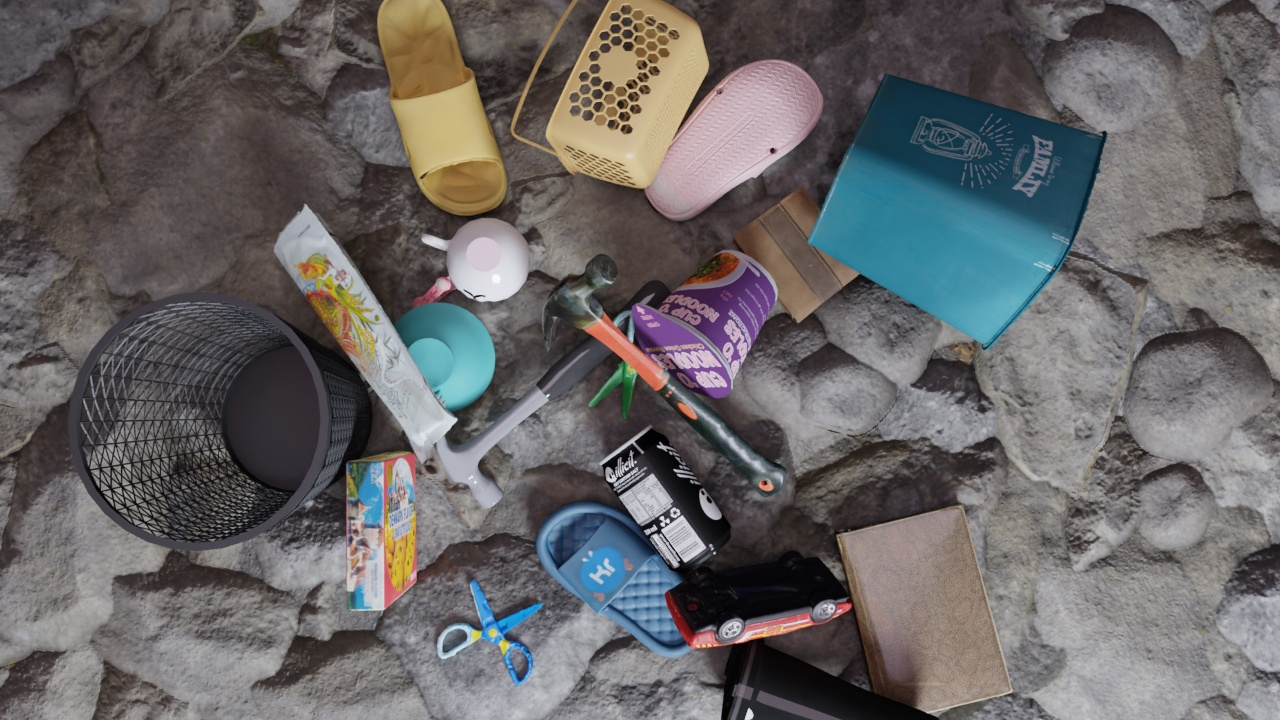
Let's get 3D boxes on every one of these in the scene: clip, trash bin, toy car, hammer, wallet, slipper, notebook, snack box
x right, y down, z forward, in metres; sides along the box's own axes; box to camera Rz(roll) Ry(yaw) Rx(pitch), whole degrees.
[{"bbox_3d":[-0.224,-0.073,1.007,0.058,0.050,0.023,-37,85,-16],"label":"clip"},{"bbox_3d":[0.308,-0.161,0.934,0.218,0.200,0.196,25,62,7],"label":"trash bin"},{"bbox_3d":[0.123,0.250,0.955,0.189,0.081,0.056,-7,122,-20],"label":"toy car"},{"bbox_3d":[0.034,0.034,0.953,0.333,0.133,0.033,42,44,-17],"label":"hammer"},{"bbox_3d":[-0.091,0.018,0.995,0.310,0.029,0.125,-40,111,-6],"label":"hammer"},{"bbox_3d":[-0.374,0.057,0.893,0.217,0.243,0.217,0,87,-1],"label":"trash bin"},{"bbox_3d":[0.175,-0.118,1.020,0.098,0.027,0.121,-38,88,-1],"label":"wallet"},{"bbox_3d":[-0.015,0.233,0.984,0.213,0.059,0.103,39,85,0],"label":"slipper"},{"bbox_3d":[0.286,0.280,0.998,0.190,0.034,0.215,-14,88,0],"label":"notebook"},{"bbox_3d":[-0.224,-0.285,0.996,0.099,0.078,0.263,-17,87,0],"label":"slipper"},{"bbox_3d":[0.097,-0.242,1.009,0.222,0.055,0.107,-39,88,8],"label":"slipper"},{"bbox_3d":[-0.264,0.169,0.940,0.040,0.142,0.145,-1,88,-1],"label":"snack box"}]

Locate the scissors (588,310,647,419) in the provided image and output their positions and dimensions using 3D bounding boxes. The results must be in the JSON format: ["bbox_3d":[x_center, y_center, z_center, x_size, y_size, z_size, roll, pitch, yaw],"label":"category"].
[{"bbox_3d":[-0.017,0.002,0.996,0.129,0.012,0.117,-43,121,-8],"label":"scissors"}]

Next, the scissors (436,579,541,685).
[{"bbox_3d":[-0.163,0.299,1.003,0.129,0.013,0.125,-21,89,-4],"label":"scissors"}]

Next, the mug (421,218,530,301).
[{"bbox_3d":[-0.179,-0.113,0.988,0.124,0.076,0.090,19,87,0],"label":"mug"}]

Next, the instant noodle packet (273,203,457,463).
[{"bbox_3d":[-0.287,-0.022,0.952,0.057,0.147,0.269,-30,83,-31],"label":"instant noodle packet"}]

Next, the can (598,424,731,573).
[{"bbox_3d":[0.026,0.147,0.975,0.080,0.080,0.146,-36,87,-3],"label":"can"}]

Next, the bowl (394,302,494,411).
[{"bbox_3d":[-0.221,0.000,0.986,0.121,0.046,0.121,0,97,2],"label":"bowl"}]

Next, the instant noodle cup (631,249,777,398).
[{"bbox_3d":[0.074,-0.052,0.966,0.137,0.122,0.121,48,66,-20],"label":"instant noodle cup"}]

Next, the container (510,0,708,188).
[{"bbox_3d":[-0.038,-0.294,0.970,0.167,0.129,0.183,26,87,14],"label":"container"}]

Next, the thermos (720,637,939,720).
[{"bbox_3d":[0.190,0.366,0.943,0.219,0.106,0.106,17,87,8],"label":"thermos"}]
